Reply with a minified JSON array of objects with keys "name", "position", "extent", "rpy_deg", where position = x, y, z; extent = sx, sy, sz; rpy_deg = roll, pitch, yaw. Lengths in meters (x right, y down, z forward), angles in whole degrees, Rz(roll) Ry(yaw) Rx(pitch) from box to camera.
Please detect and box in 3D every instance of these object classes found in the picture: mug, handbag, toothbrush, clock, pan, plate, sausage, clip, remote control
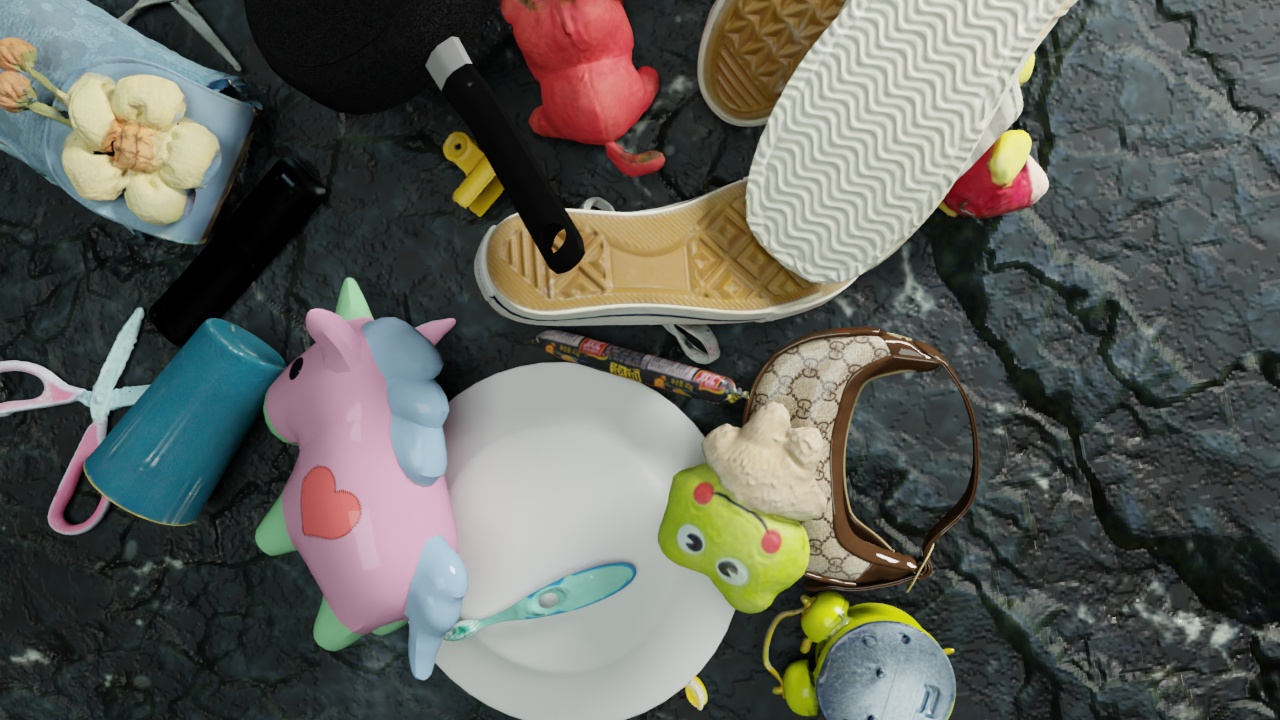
[{"name":"mug","position":[-0.293,0.037,0.604],"extent":[0.078,0.078,0.121],"rpy_deg":[36,91,3]},{"name":"handbag","position":[-0.343,-0.159,0.572],"extent":[0.192,0.118,0.122],"rpy_deg":[32,103,-2]},{"name":"toothbrush","position":[-0.066,0.155,0.584],"extent":[0.135,0.017,0.022],"rpy_deg":[-22,81,11]},{"name":"clock","position":[0.136,0.191,0.573],"extent":[0.119,0.057,0.083],"rpy_deg":[15,96,4]},{"name":"pan","position":[-0.125,-0.191,0.515],"extent":[0.204,0.044,0.355],"rpy_deg":[-40,66,21]},{"name":"plate","position":[-0.054,0.122,0.599],"extent":[0.243,0.016,0.242],"rpy_deg":[0,92,11]},{"name":"sausage","position":[-0.003,0.003,0.573],"extent":[0.155,0.020,0.020],"rpy_deg":[16,95,26]},{"name":"handbag","position":[0.132,0.063,0.557],"extent":[0.138,0.063,0.166],"rpy_deg":[5,97,16]},{"name":"clip","position":[-0.106,-0.127,0.594],"extent":[0.048,0.045,0.054],"rpy_deg":[39,99,-23]},{"name":"toothbrush","position":[0.008,0.171,0.606],"extent":[0.021,0.016,0.135],"rpy_deg":[-31,90,12]},{"name":"remote control","position":[-0.275,-0.072,0.619],"extent":[0.041,0.020,0.152],"rpy_deg":[44,98,3]}]

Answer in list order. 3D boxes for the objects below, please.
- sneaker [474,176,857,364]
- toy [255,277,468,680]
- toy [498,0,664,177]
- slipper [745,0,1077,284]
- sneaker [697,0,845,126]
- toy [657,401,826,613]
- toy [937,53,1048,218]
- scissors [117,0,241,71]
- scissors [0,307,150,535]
[{"name":"sneaker","position":[0.019,-0.056,0.558],"extent":[0.240,0.088,0.118],"rpy_deg":[-6,80,-15]},{"name":"toy","position":[-0.160,0.073,0.566],"extent":[0.171,0.120,0.222],"rpy_deg":[-47,68,21]},{"name":"toy","position":[-0.034,-0.168,0.551],"extent":[0.088,0.094,0.133],"rpy_deg":[-25,91,5]},{"name":"slipper","position":[0.157,-0.163,0.488],"extent":[0.114,0.054,0.273],"rpy_deg":[35,106,2]},{"name":"sneaker","position":[0.127,-0.238,0.541],"extent":[0.087,0.079,0.236],"rpy_deg":[46,115,-6]},{"name":"toy","position":[0.063,0.081,0.525],"extent":[0.092,0.043,0.118],"rpy_deg":[34,109,17]},{"name":"toy","position":[0.187,-0.150,0.546],"extent":[0.105,0.067,0.137],"rpy_deg":[-14,85,4]},{"name":"scissors","position":[-0.326,-0.259,0.616],"extent":[0.142,0.014,0.175],"rpy_deg":[-30,89,10]},{"name":"scissors","position":[-0.400,0.032,0.643],"extent":[0.168,0.014,0.170],"rpy_deg":[26,96,4]}]
